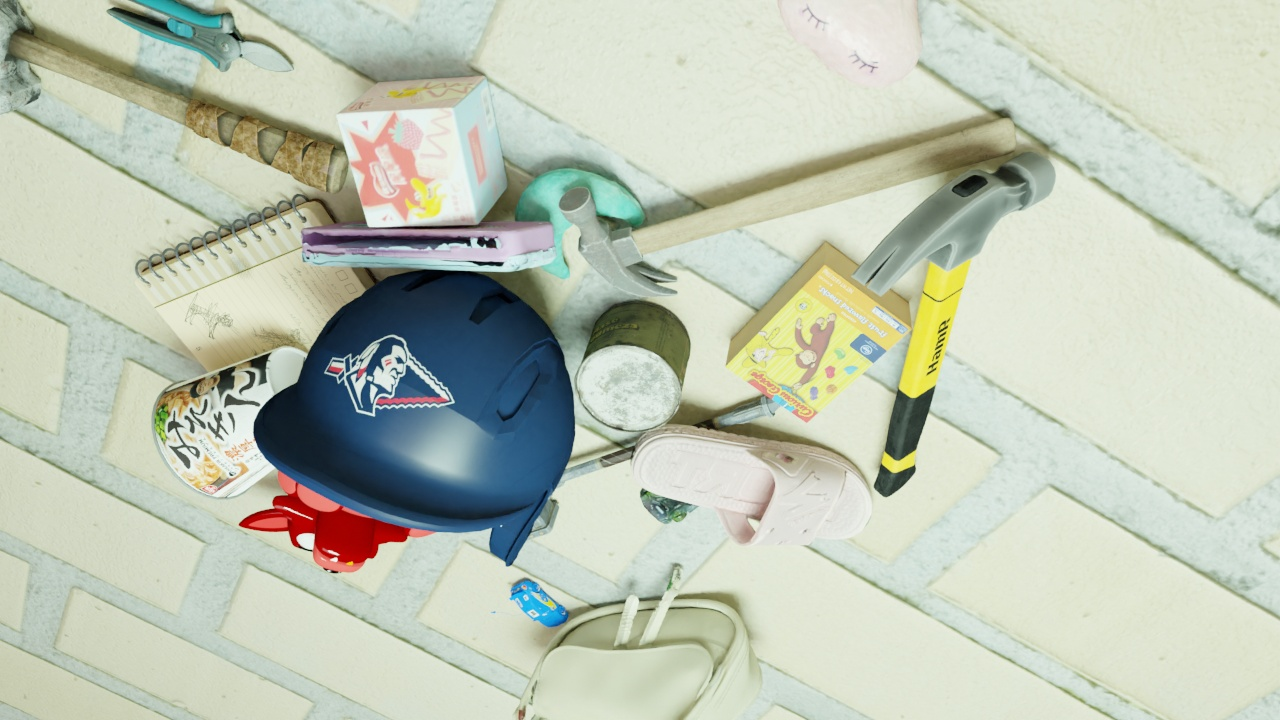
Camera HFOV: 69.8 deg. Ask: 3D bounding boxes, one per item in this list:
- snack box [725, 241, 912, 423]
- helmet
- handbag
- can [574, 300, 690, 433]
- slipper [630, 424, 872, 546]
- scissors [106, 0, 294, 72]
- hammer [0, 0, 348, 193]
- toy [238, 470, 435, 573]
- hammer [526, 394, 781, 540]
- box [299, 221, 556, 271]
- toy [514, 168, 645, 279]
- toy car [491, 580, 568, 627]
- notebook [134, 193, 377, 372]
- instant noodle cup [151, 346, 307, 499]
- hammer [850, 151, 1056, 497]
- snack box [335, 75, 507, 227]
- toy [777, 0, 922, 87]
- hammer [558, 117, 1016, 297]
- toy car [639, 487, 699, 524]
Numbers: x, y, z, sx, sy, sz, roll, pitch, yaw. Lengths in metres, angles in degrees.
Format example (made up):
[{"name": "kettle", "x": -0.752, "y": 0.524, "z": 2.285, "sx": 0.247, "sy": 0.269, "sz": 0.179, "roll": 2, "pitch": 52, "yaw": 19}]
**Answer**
[{"name": "snack box", "x": 0.145, "y": -0.021, "z": 0.758, "sx": 0.088, "sy": 0.040, "sz": 0.126, "roll": 34, "pitch": 125, "yaw": -11}, {"name": "helmet", "x": -0.170, "y": 0.040, "z": 0.734, "sx": 0.232, "sy": 0.271, "sz": 0.223, "roll": 24, "pitch": 117, "yaw": 13}, {"name": "handbag", "x": -0.008, "y": 0.319, "z": 0.954, "sx": 0.230, "sy": 0.183, "sz": 0.132, "roll": -3, "pitch": 122, "yaw": 34}, {"name": "can", "x": -0.005, "y": 0.005, "z": 0.789, "sx": 0.090, "sy": 0.074, "sz": 0.090, "roll": 5, "pitch": 125, "yaw": 7}, {"name": "slipper", "x": 0.107, "y": 0.121, "z": 0.828, "sx": 0.239, "sy": 0.064, "sz": 0.094, "roll": 16, "pitch": 122, "yaw": -14}, {"name": "scissors", "x": -0.349, "y": -0.253, "z": 0.725, "sx": 0.138, "sy": 0.019, "sz": 0.136, "roll": -23, "pitch": 119, "yaw": 24}, {"name": "hammer", "x": -0.393, "y": -0.213, "z": 0.748, "sx": 0.318, "sy": 0.048, "sz": 0.122, "roll": 22, "pitch": 123, "yaw": -4}, {"name": "toy", "x": -0.299, "y": 0.153, "z": 0.936, "sx": 0.158, "sy": 0.120, "sz": 0.198, "roll": 22, "pitch": 135, "yaw": -34}, {"name": "hammer", "x": -0.015, "y": 0.090, "z": 0.874, "sx": 0.323, "sy": 0.044, "sz": 0.098, "roll": -21, "pitch": 117, "yaw": 22}, {"name": "box", "x": -0.172, "y": -0.092, "z": 0.736, "sx": 0.214, "sy": 0.076, "sz": 0.033, "roll": 4, "pitch": 105, "yaw": 24}, {"name": "toy", "x": -0.058, "y": -0.116, "z": 0.746, "sx": 0.105, "sy": 0.033, "sz": 0.085, "roll": -33, "pitch": 123, "yaw": 29}, {"name": "toy car", "x": -0.124, "y": 0.283, "z": 1.016, "sx": 0.033, "sy": 0.061, "sz": 0.092, "roll": -32, "pitch": 112, "yaw": 29}, {"name": "notebook", "x": -0.349, "y": -0.051, "z": 0.860, "sx": 0.226, "sy": 0.024, "sz": 0.167, "roll": -15, "pitch": 121, "yaw": 22}, {"name": "instant noodle cup", "x": -0.361, "y": 0.050, "z": 0.858, "sx": 0.122, "sy": 0.123, "sz": 0.123, "roll": -26, "pitch": 115, "yaw": 17}, {"name": "hammer", "x": 0.220, "y": 0.000, "z": 0.721, "sx": 0.034, "sy": 0.169, "sz": 0.325, "roll": 43, "pitch": 150, "yaw": 36}, {"name": "snack box", "x": -0.165, "y": -0.160, "z": 0.708, "sx": 0.095, "sy": 0.079, "sz": 0.093, "roll": 1, "pitch": 124, "yaw": 13}, {"name": "toy", "x": 0.149, "y": -0.241, "z": 0.602, "sx": 0.108, "sy": 0.053, "sz": 0.105, "roll": 31, "pitch": 110, "yaw": -8}, {"name": "hammer", "x": 0.110, "y": -0.124, "z": 0.697, "sx": 0.332, "sy": 0.030, "sz": 0.119, "roll": -15, "pitch": 139, "yaw": 15}, {"name": "toy car", "x": 0.050, "y": 0.115, "z": 0.878, "sx": 0.106, "sy": 0.033, "sz": 0.048, "roll": -33, "pitch": 115, "yaw": 15}]
